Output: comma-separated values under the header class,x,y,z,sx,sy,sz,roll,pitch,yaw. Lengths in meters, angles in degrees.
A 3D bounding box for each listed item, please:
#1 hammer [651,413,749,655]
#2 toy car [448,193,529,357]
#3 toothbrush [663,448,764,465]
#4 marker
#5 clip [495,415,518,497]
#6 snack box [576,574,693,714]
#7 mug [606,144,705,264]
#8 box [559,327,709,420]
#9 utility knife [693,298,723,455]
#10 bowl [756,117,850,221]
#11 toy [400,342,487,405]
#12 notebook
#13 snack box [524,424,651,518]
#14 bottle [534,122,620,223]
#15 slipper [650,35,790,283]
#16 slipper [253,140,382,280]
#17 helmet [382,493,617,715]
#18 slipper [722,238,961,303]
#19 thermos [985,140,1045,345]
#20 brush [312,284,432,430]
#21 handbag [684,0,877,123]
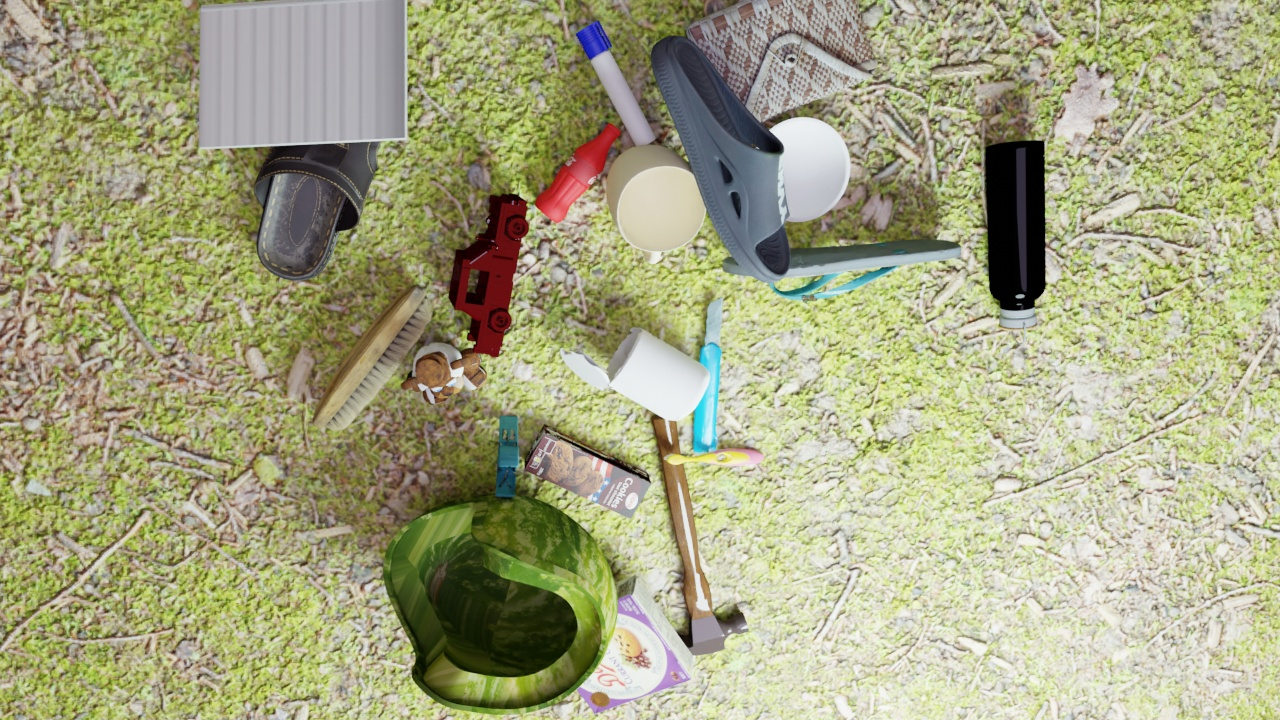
class,x,y,z,sx,sy,sz,roll,pitch,yaw
hammer,0.054,0.216,1.122,0.115,0.033,0.323,-12,107,-5
toy car,-0.166,-0.095,0.983,0.061,0.070,0.170,7,106,-21
toothbrush,0.089,0.116,1.090,0.135,0.016,0.021,2,94,-27
marker,-0.024,-0.289,0.967,0.027,0.023,0.133,-25,108,15
clip,-0.146,0.095,1.015,0.028,0.127,0.114,1,116,-7
snack box,-0.032,0.350,1.124,0.148,0.040,0.143,-27,108,20
mug,0.011,-0.166,0.969,0.096,0.099,0.120,-3,122,-12
box,-0.008,0.008,1.024,0.166,0.083,0.092,33,82,-13
utility knife,0.082,0.026,1.076,0.031,0.015,0.206,1,110,-8
bowl,0.170,-0.209,1.004,0.110,0.040,0.110,-2,106,-5
toy,-0.215,0.014,0.991,0.087,0.112,0.067,-22,96,0
notebook,-0.330,-0.282,0.895,0.210,0.009,0.142,-1,87,7
snack box,-0.062,0.131,1.081,0.141,0.031,0.051,27,101,-13
bottle,-0.064,-0.203,0.982,0.036,0.036,0.119,38,98,-15
slipper,0.103,-0.211,0.917,0.084,0.110,0.268,-23,96,34
slipper,-0.321,-0.202,0.930,0.113,0.075,0.268,24,102,-13
helmet,-0.146,0.255,1.001,0.243,0.247,0.213,19,93,-33
slipper,0.226,-0.097,1.015,0.268,0.098,0.055,-6,105,-6
thermos,0.429,-0.130,1.048,0.061,0.061,0.231,-9,107,-4
brush,-0.291,-0.001,1.003,0.043,0.059,0.195,36,97,-26
handbag,0.151,-0.327,0.966,0.186,0.047,0.124,-23,106,0
